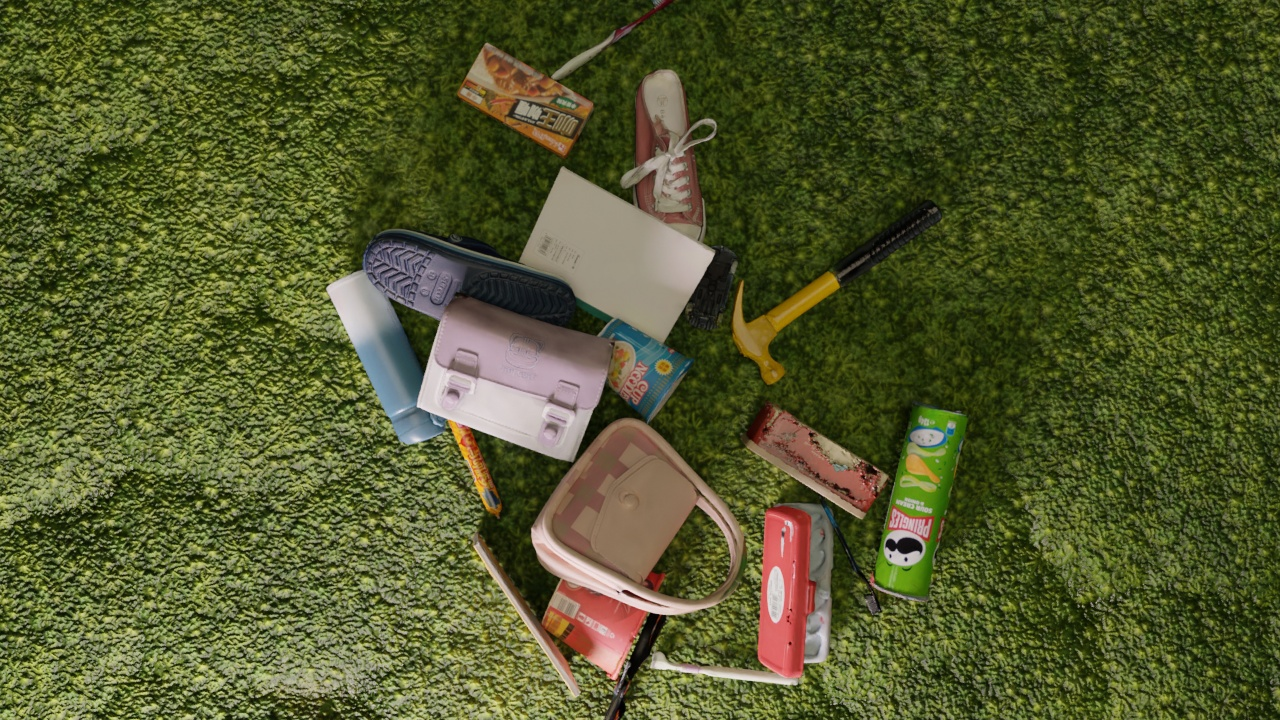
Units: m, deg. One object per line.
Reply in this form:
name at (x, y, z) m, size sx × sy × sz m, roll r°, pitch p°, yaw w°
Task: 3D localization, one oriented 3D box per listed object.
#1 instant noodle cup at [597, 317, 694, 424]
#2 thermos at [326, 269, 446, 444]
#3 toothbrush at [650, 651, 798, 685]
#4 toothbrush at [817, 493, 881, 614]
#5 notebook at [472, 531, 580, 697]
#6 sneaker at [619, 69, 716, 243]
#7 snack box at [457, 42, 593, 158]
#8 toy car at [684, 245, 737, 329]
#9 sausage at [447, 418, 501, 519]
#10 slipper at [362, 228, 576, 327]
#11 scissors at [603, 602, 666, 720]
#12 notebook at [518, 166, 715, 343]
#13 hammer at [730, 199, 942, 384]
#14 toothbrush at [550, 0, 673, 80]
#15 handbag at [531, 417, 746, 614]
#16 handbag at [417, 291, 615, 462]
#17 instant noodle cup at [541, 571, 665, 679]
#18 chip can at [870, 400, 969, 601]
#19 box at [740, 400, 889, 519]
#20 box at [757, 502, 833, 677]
instant noodle cup at (-0.007, 0.007, 1.115) m, size 0.110 × 0.099 × 0.099 m, roll 35°, pitch 91°, yaw 6°
thermos at (-0.306, -0.003, 1.121) m, size 0.070 × 0.070 × 0.220 m, roll -26°, pitch 92°, yaw 0°
toothbrush at (0.107, 0.392, 1.161) m, size 0.189 × 0.020 × 0.029 m, roll 8°, pitch 122°, yaw -2°
toothbrush at (0.258, 0.242, 1.140) m, size 0.016 × 0.014 × 0.189 m, roll -26°, pitch 107°, yaw 11°
notebook at (-0.139, 0.296, 1.093) m, size 0.010 × 0.146 × 0.206 m, roll -34°, pitch 91°, yaw -11°
sneaker at (0.033, -0.235, 1.105) m, size 0.118 × 0.088 × 0.241 m, roll -4°, pitch 92°, yaw -1°
snack box at (-0.141, -0.320, 1.132) m, size 0.154 × 0.026 × 0.075 m, roll 29°, pitch 92°, yaw -1°
toy car at (0.088, -0.091, 1.138) m, size 0.049 × 0.031 × 0.105 m, roll 15°, pitch 93°, yaw -2°
sausage at (-0.209, 0.122, 1.147) m, size 0.021 × 0.021 × 0.165 m, roll -23°, pitch 92°, yaw 0°
slipper at (-0.204, -0.092, 1.107) m, size 0.252 × 0.095 × 0.105 m, roll 17°, pitch 118°, yaw -11°
scissors at (-0.013, 0.376, 1.083) m, size 0.022 × 0.234 × 0.220 m, roll 23°, pitch 52°, yaw 10°
notebook at (-0.034, -0.120, 1.117) m, size 0.209 × 0.012 × 0.151 m, roll 29°, pitch 117°, yaw -1°
hammer at (0.242, -0.103, 1.140) m, size 0.301 × 0.033 × 0.129 m, roll -35°, pitch 93°, yaw 1°
toothbrush at (-0.034, -0.404, 1.136) m, size 0.187 × 0.016 × 0.017 m, roll -35°, pitch 84°, yaw 0°
handbag at (0.012, 0.196, 1.061) m, size 0.234 × 0.094 × 0.192 m, roll 31°, pitch 58°, yaw 10°
handbag at (-0.143, 0.018, 1.060) m, size 0.197 × 0.098 × 0.145 m, roll 19°, pitch 115°, yaw -2°
instant noodle cup at (-0.046, 0.294, 1.103) m, size 0.108 × 0.138 × 0.138 m, roll 26°, pitch 91°, yaw 7°
chip can at (0.343, 0.171, 1.130) m, size 0.072 × 0.072 × 0.236 m, roll 12°, pitch 91°, yaw -1°
box at (0.215, 0.112, 1.116) m, size 0.168 × 0.091 × 0.077 m, roll 31°, pitch 94°, yaw -2°
box at (0.203, 0.280, 1.135) m, size 0.100 × 0.095 × 0.201 m, roll 2°, pitch 90°, yaw -25°
